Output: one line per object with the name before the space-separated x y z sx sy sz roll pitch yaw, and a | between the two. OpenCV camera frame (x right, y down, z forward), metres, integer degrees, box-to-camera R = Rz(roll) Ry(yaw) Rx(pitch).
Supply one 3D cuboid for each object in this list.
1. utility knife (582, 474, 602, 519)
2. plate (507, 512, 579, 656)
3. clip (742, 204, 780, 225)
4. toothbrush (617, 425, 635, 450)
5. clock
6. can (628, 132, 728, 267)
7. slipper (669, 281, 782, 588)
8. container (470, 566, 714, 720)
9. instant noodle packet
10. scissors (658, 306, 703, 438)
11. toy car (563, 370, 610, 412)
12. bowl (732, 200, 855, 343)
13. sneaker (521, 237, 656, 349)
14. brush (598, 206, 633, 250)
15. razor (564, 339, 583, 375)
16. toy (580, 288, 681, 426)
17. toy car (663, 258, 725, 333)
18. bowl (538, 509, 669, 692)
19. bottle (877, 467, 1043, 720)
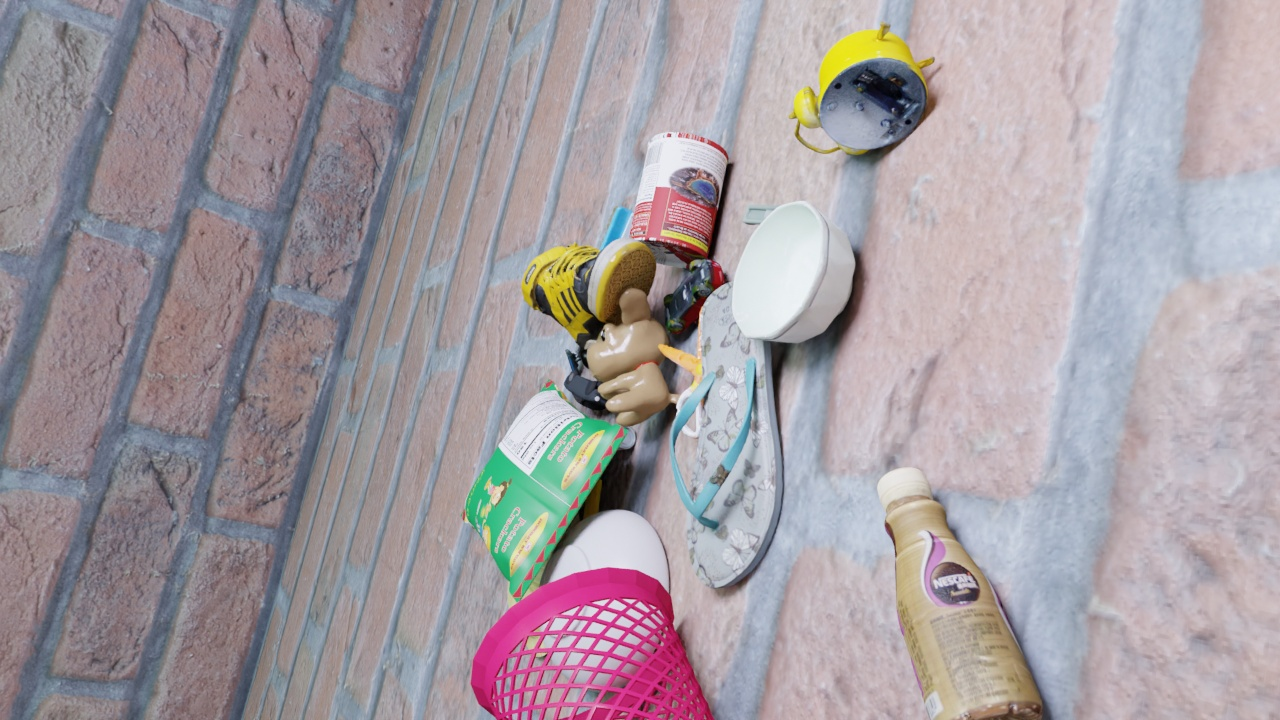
utility knife | -0.062 0.214 1.003 0.031 0.018 0.190 -31 44 59
plate | -0.122 0.244 1.060 0.185 0.036 0.184 -48 35 49
clip | 0.122 -0.130 0.827 0.078 0.050 0.023 -172 97 -71
toothbrush | -0.070 0.102 1.076 0.223 0.027 0.026 -21 36 58
clock | 0.173 -0.207 0.732 0.119 0.083 0.057 -43 34 41
can | 0.039 -0.166 0.956 0.087 0.086 0.116 -6 70 62
slipper | 0.071 0.055 0.778 0.098 0.054 0.268 -10 70 45
container | -0.011 0.305 0.701 0.183 0.183 0.225 -63 36 20
instant noodle packet | -0.114 0.128 0.995 0.195 0.090 0.253 -57 25 -4
scissors | 0.057 0.015 0.852 0.125 0.011 0.128 29 99 40
toy car | -0.056 0.038 1.064 0.112 0.046 0.034 22 90 65
bowl | 0.132 -0.065 0.749 0.118 0.061 0.117 -40 41 46
sneaker | -0.059 -0.089 0.976 0.085 0.122 0.239 -44 -11 -21
brush | -0.026 -0.109 1.083 0.136 0.055 0.075 -66 22 15
razor | -0.084 -0.043 1.197 0.043 0.022 0.144 77 -175 -45
toy | -0.006 0.005 0.930 0.134 0.106 0.108 62 -165 -67
toy car | 0.052 -0.063 0.927 0.091 0.036 0.042 -47 37 40
bowl | -0.052 0.229 0.896 0.177 0.066 0.176 -29 51 44
bottle | 0.178 0.138 0.544 0.060 0.059 0.165 -51 33 36
